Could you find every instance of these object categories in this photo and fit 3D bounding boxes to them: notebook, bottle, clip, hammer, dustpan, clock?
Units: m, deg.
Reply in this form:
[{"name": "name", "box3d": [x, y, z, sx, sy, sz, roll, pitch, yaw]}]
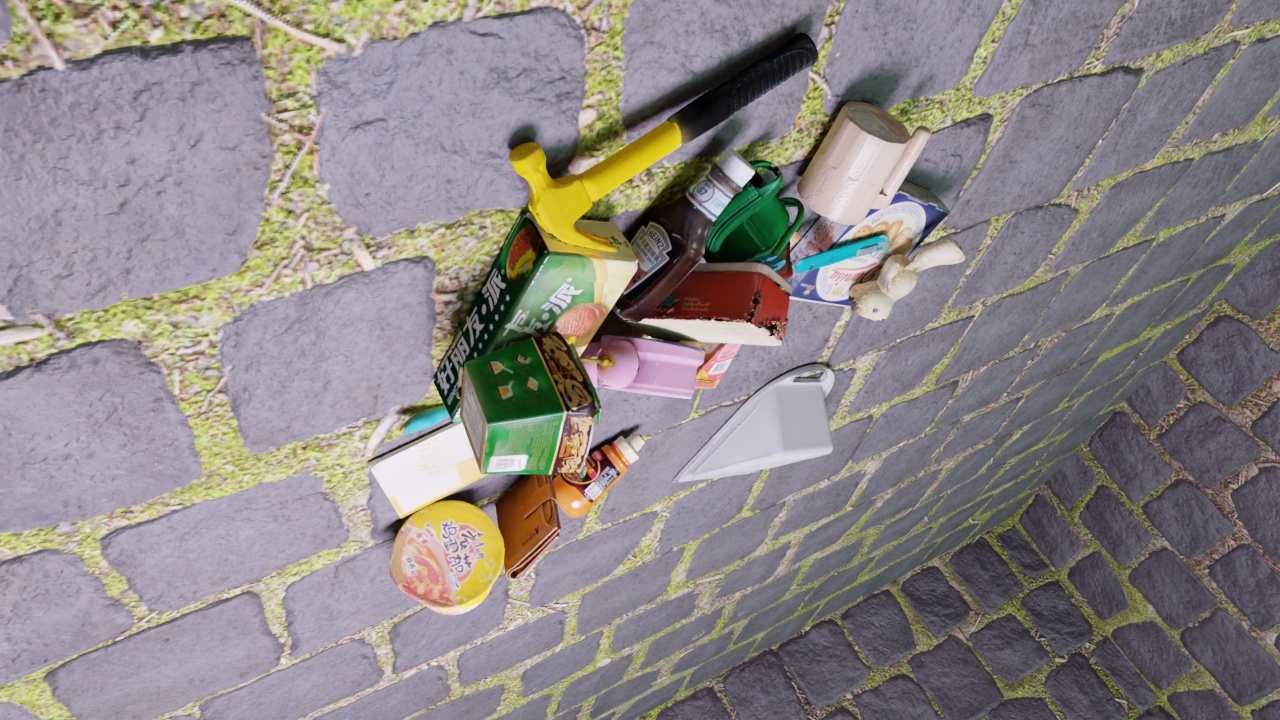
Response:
[{"name": "notebook", "box3d": [-0.212, 0.112, 1.105, 0.206, 0.010, 0.146, -25, 150, -15]}, {"name": "bottle", "box3d": [-0.055, 0.154, 1.280, 0.149, 0.067, 0.067, -39, 152, -5]}, {"name": "bottle", "box3d": [0.036, -0.128, 0.921, 0.195, 0.080, 0.044, -46, 144, 18]}, {"name": "clip", "box3d": [0.134, -0.102, 0.984, 0.056, 0.047, 0.014, -24, 144, -39]}, {"name": "hammer", "box3d": [0.032, -0.205, 0.825, 0.300, 0.033, 0.129, -34, 131, -8]}, {"name": "dustpan", "box3d": [0.205, 0.105, 1.516, 0.258, 0.142, 0.222, -19, 166, 42]}, {"name": "clock", "box3d": [-0.006, 0.006, 1.015, 0.158, 0.060, 0.117, 11, 176, -26]}]

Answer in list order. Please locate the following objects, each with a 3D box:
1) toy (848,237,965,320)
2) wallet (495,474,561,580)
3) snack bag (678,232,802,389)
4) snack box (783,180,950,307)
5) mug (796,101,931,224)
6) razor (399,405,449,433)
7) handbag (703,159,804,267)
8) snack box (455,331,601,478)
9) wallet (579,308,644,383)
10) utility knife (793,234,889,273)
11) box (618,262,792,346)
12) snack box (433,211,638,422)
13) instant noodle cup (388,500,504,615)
[{"name": "toy", "box3d": [0.341, -0.106, 1.180, 0.157, 0.066, 0.105, -31, 169, 10]}, {"name": "wallet", "box3d": [-0.141, 0.203, 1.197, 0.035, 0.130, 0.119, 30, 112, -30]}, {"name": "snack bag", "box3d": [0.120, -0.058, 1.105, 0.208, 0.073, 0.128, -53, -176, 31]}, {"name": "snack box", "box3d": [0.282, -0.149, 1.172, 0.177, 0.045, 0.183, 3, 134, -46]}, {"name": "mug", "box3d": [0.246, -0.212, 0.994, 0.124, 0.084, 0.104, -2, 138, -29]}, {"name": "razor", "box3d": [-0.205, 0.058, 1.012, 0.132, 0.028, 0.043, -16, 124, -34]}, {"name": "handbag", "box3d": [0.114, -0.147, 0.981, 0.120, 0.068, 0.131, -40, 151, 12]}, {"name": "snack box", "box3d": [-0.112, 0.050, 0.880, 0.105, 0.117, 0.118, -11, 141, -23]}, {"name": "wallet", "box3d": [-0.043, -0.015, 1.077, 0.101, 0.020, 0.116, -5, 137, -44]}, {"name": "utility knife", "box3d": [0.247, -0.128, 1.109, 0.151, 0.013, 0.029, -17, 143, -24]}, {"name": "box", "box3d": [0.067, -0.051, 0.969, 0.091, 0.169, 0.080, 28, 70, -54]}, {"name": "snack box", "box3d": [-0.110, -0.037, 0.927, 0.114, 0.063, 0.241, 0, 137, -42]}, {"name": "instant noodle cup", "box3d": [-0.245, 0.263, 1.186, 0.137, 0.138, 0.110, -23, 158, -18]}]
